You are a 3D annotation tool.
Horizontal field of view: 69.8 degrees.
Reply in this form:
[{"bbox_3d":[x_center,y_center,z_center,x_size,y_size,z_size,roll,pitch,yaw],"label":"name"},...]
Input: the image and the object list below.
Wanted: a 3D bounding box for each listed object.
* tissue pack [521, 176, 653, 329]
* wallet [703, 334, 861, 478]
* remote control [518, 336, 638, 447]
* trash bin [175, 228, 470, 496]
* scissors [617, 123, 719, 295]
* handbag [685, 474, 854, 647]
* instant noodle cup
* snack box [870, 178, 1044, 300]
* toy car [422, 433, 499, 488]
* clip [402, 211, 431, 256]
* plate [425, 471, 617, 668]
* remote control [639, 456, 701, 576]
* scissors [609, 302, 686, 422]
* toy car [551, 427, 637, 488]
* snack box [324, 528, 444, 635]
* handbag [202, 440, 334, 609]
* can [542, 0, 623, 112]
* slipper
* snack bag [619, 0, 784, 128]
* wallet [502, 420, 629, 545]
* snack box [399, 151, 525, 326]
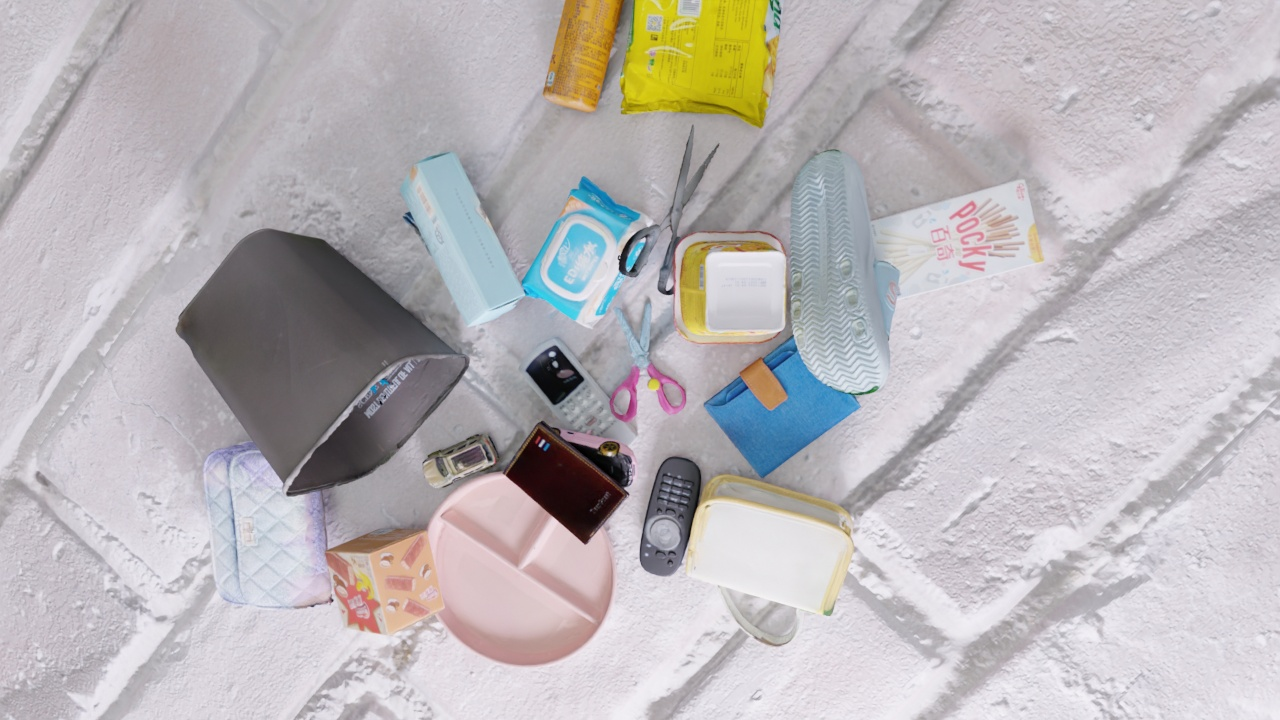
[{"bbox_3d":[-0.057,-0.110,0.962,0.090,0.063,0.140,32,101,7],"label":"tissue pack"},{"bbox_3d":[0.147,0.045,0.959,0.133,0.040,0.106,-38,93,11],"label":"wallet"},{"bbox_3d":[-0.069,0.045,1.005,0.058,0.021,0.150,-40,89,12],"label":"remote control"},{"bbox_3d":[-0.339,-0.006,0.972,0.220,0.198,0.199,45,100,10],"label":"trash bin"},{"bbox_3d":[0.033,-0.146,0.941,0.014,0.159,0.174,22,135,42],"label":"scissors"},{"bbox_3d":[0.131,0.219,0.979,0.163,0.063,0.179,14,114,9],"label":"handbag"},{"bbox_3d":[0.094,-0.070,0.900,0.116,0.123,0.116,-1,96,-3],"label":"instant noodle cup"},{"bbox_3d":[0.310,-0.118,0.913,0.157,0.026,0.084,-15,94,13],"label":"snack box"},{"bbox_3d":[-0.206,0.114,1.033,0.090,0.035,0.042,-23,91,15],"label":"toy car"},{"bbox_3d":[-0.239,-0.141,1.014,0.057,0.024,0.029,45,106,-4],"label":"clip"},{"bbox_3d":[-0.137,0.235,1.038,0.230,0.028,0.229,1,98,9],"label":"plate"},{"bbox_3d":[0.033,0.169,1.000,0.053,0.024,0.136,14,100,7],"label":"remote control"},{"bbox_3d":[-0.007,0.005,0.987,0.105,0.017,0.136,-27,93,-1],"label":"scissors"},{"bbox_3d":[-0.059,0.103,0.982,0.122,0.037,0.056,11,119,23],"label":"toy car"},{"bbox_3d":[-0.286,0.245,1.024,0.093,0.076,0.094,-8,96,42],"label":"snack box"},{"bbox_3d":[-0.429,0.191,1.063,0.134,0.075,0.194,-3,97,10],"label":"handbag"},{"bbox_3d":[-0.056,-0.332,0.938,0.058,0.058,0.146,17,99,8],"label":"can"},{"bbox_3d":[0.203,-0.086,0.906,0.104,0.074,0.245,-16,76,54],"label":"slipper"},{"bbox_3d":[0.063,-0.362,0.908,0.158,0.068,0.246,8,99,9],"label":"snack bag"},{"bbox_3d":[-0.080,0.130,0.976,0.122,0.020,0.097,39,127,2],"label":"wallet"},{"bbox_3d":[-0.190,-0.127,0.974,0.051,0.074,0.175,-27,92,-27],"label":"snack box"}]
